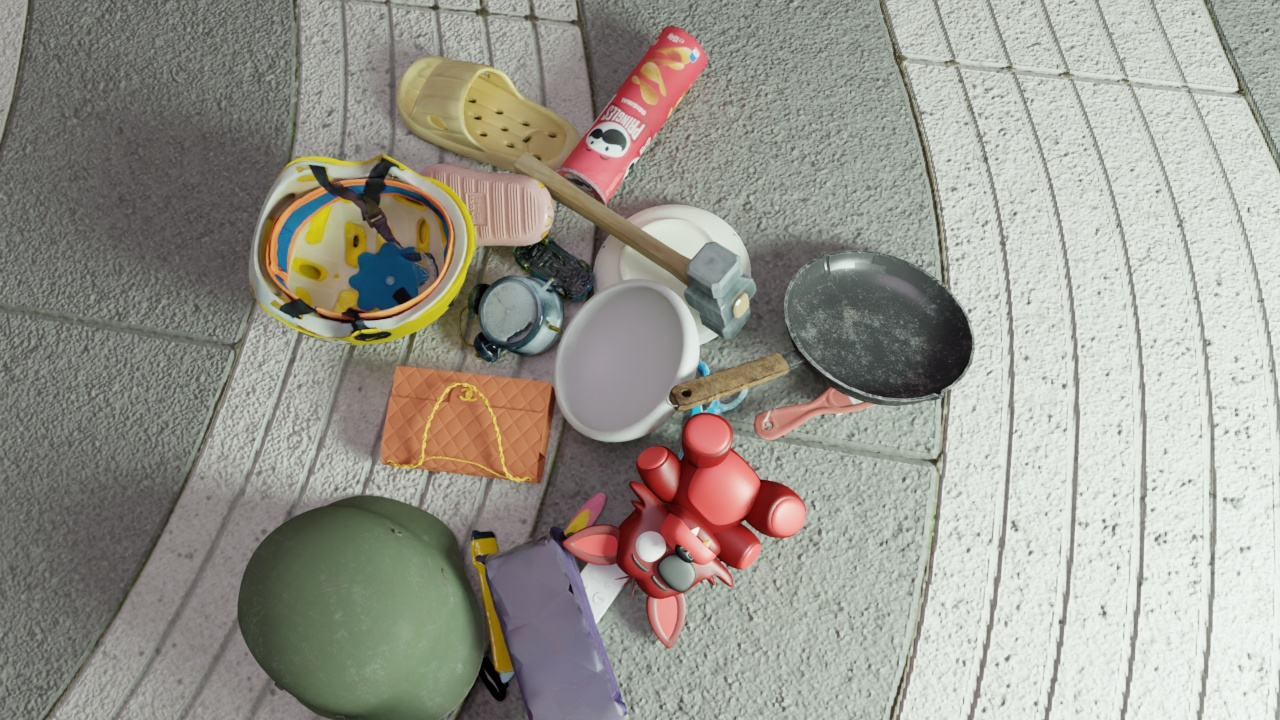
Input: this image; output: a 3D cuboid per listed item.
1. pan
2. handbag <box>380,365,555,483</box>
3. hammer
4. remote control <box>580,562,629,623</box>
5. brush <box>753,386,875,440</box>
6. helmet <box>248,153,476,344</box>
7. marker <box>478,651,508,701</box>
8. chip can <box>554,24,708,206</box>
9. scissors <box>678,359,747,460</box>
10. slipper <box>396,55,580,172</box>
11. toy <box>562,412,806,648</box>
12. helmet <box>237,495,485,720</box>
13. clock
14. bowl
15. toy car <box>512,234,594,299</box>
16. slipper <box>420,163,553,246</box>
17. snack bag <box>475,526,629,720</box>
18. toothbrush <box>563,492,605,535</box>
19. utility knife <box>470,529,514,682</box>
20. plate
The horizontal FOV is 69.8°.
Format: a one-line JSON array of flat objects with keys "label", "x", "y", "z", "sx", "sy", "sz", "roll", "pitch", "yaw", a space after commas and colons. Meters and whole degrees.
[{"label": "pan", "x": 0.180, "y": -0.008, "z": 0.943, "sx": 0.356, "sy": 0.040, "sz": 0.207, "roll": -20, "pitch": 58, "yaw": -20}, {"label": "handbag", "x": -0.187, "y": 0.070, "z": 0.989, "sx": 0.172, "sy": 0.060, "sz": 0.108, "roll": 6, "pitch": 75, "yaw": 7}, {"label": "hammer", "x": -0.016, "y": -0.140, "z": 0.994, "sx": 0.323, "sy": 0.117, "sz": 0.051, "roll": 36, "pitch": 77, "yaw": 24}, {"label": "remote control", "x": -0.059, "y": 0.251, "z": 0.937, "sx": 0.043, "sy": 0.013, "sz": 0.136, "roll": 34, "pitch": 77, "yaw": 15}, {"label": "brush", "x": 0.201, "y": 0.047, "z": 0.976, "sx": 0.172, "sy": 0.030, "sz": 0.041, "roll": -20, "pitch": 71, "yaw": -4}, {"label": "helmet", "x": -0.296, "y": -0.107, "z": 1.018, "sx": 0.240, "sy": 0.140, "sz": 0.208, "roll": 4, "pitch": 73, "yaw": -2}, {"label": "marker", "x": -0.173, "y": 0.284, "z": 0.936, "sx": 0.022, "sy": 0.016, "sz": 0.138, "roll": -22, "pitch": 67, "yaw": -32}, {"label": "chip can", "x": -0.008, "y": -0.289, "z": 1.090, "sx": 0.073, "sy": 0.073, "sz": 0.232, "roll": 30, "pitch": 75, "yaw": 14}, {"label": "scissors", "x": 0.058, "y": 0.064, "z": 0.994, "sx": 0.083, "sy": 0.015, "sz": 0.140, "roll": 22, "pitch": 76, "yaw": 10}, {"label": "slipper", "x": -0.194, "y": -0.302, "z": 1.108, "sx": 0.261, "sy": 0.079, "sz": 0.111, "roll": 28, "pitch": 79, "yaw": 13}, {"label": "toy", "x": 0.046, "y": 0.163, "z": 0.906, "sx": 0.197, "sy": 0.120, "sz": 0.158, "roll": -45, "pitch": 99, "yaw": -6}, {"label": "helmet", "x": -0.281, "y": 0.239, "z": 0.883, "sx": 0.268, "sy": 0.154, "sz": 0.226, "roll": 33, "pitch": 78, "yaw": 15}, {"label": "clock", "x": -0.146, "y": -0.048, "z": 1.021, "sx": 0.130, "sy": 0.052, "sz": 0.090, "roll": -13, "pitch": 82, "yaw": 22}, {"label": "bowl", "x": -0.006, "y": 0.006, "z": 0.974, "sx": 0.177, "sy": 0.066, "sz": 0.176, "roll": -15, "pitch": 64, "yaw": 32}, {"label": "toy car", "x": -0.099, "y": -0.106, "z": 1.054, "sx": 0.105, "sy": 0.032, "sz": 0.048, "roll": 34, "pitch": 76, "yaw": 16}, {"label": "slipper", "x": -0.171, "y": -0.177, "z": 1.061, "sx": 0.197, "sy": 0.081, "sz": 0.093, "roll": 12, "pitch": 108, "yaw": 30}, {"label": "snack bag", "x": -0.088, "y": 0.271, "z": 0.894, "sx": 0.096, "sy": 0.058, "sz": 0.205, "roll": -21, "pitch": 72, "yaw": -3}, {"label": "toothbrush", "x": -0.080, "y": 0.193, "z": 0.960, "sx": 0.021, "sy": 0.016, "sz": 0.135, "roll": 35, "pitch": 75, "yaw": 17}, {"label": "utility knife", "x": -0.150, "y": 0.250, "z": 0.941, "sx": 0.030, "sy": 0.017, "sz": 0.155, "roll": -4, "pitch": 66, "yaw": -29}, {"label": "plate", "x": 0.034, "y": -0.102, "z": 1.041, "sx": 0.182, "sy": 0.034, "sz": 0.182, "roll": -2, "pitch": 71, "yaw": 5}]
